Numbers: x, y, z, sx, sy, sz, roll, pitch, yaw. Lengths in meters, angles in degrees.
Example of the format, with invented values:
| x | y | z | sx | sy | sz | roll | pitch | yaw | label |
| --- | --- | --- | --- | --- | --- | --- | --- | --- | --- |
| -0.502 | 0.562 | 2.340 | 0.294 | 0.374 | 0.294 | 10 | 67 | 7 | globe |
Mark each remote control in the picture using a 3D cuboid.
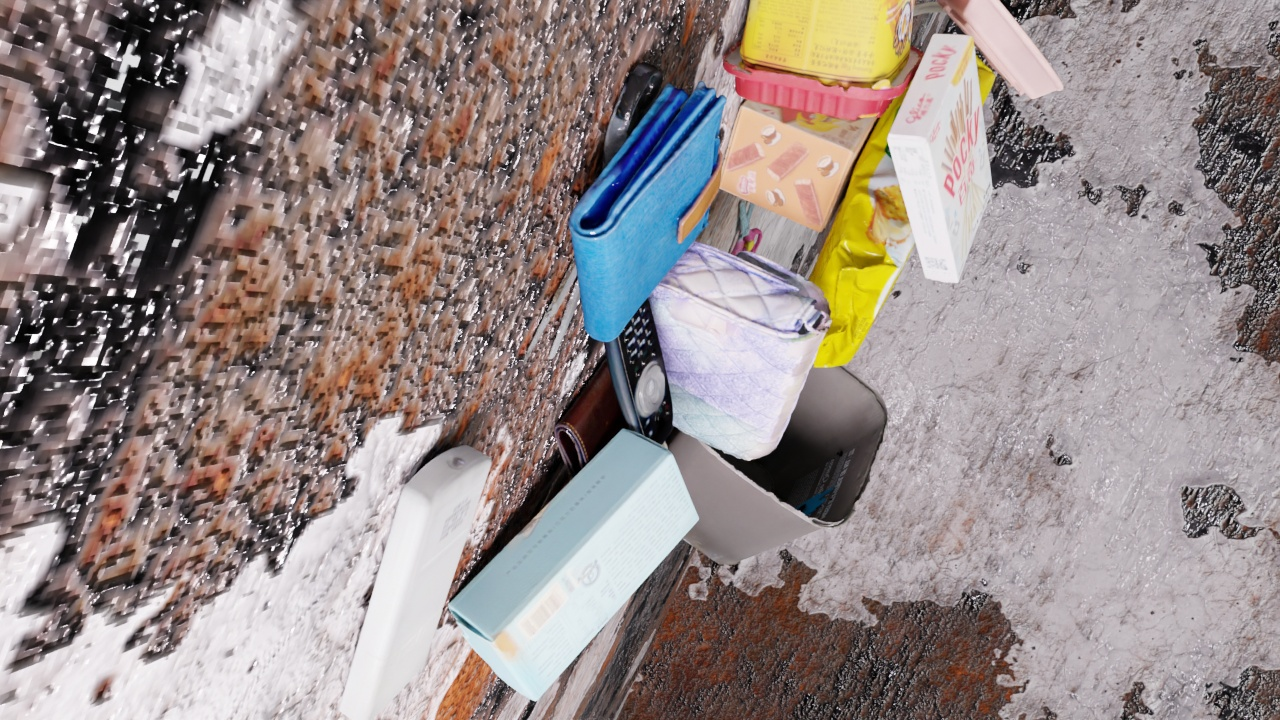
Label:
| x | y | z | sx | sy | sz | roll | pitch | yaw | label |
| --- | --- | --- | --- | --- | --- | --- | --- | --- | --- |
| -0.004 | 0.004 | 0.639 | 0.053 | 0.024 | 0.136 | -53 | 140 | -43 | remote control |
| -0.113 | 0.111 | 0.456 | 0.058 | 0.021 | 0.150 | -39 | 153 | -64 | remote control |

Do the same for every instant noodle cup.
| x | y | z | sx | sy | sz | roll | pitch | yaw | label |
| --- | --- | --- | --- | --- | --- | --- | --- | --- | --- |
| 0.121 | -0.230 | 0.571 | 0.115 | 0.116 | 0.124 | -50 | 150 | -49 | instant noodle cup |

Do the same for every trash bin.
| x | y | z | sx | sy | sz | roll | pitch | yaw | label |
| --- | --- | --- | --- | --- | --- | --- | --- | --- | --- |
| 0.122 | 0.106 | 1.020 | 0.198 | 0.198 | 0.220 | -56 | -179 | -37 | trash bin |

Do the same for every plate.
| x | y | z | sx | sy | sz | roll | pitch | yaw | label |
| --- | --- | --- | --- | --- | --- | --- | --- | --- | --- |
| 0.226 | -0.278 | 0.676 | 0.028 | 0.229 | 0.228 | -41 | 180 | 26 | plate |

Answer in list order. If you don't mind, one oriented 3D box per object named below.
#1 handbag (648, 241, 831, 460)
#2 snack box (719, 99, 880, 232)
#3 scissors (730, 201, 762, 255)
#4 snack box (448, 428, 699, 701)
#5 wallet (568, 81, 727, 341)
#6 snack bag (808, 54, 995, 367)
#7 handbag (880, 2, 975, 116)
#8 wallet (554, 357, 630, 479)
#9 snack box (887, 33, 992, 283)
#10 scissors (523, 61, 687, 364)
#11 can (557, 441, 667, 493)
| x | y | z | sx | sy | sz | roll | pitch | yaw | label |
| --- | --- | --- | --- | --- | --- | --- | --- | --- | --- |
| 0.068 | -0.006 | 0.730 | 0.075 | 0.134 | 0.194 | -56 | 167 | -28 | handbag |
| 0.129 | -0.173 | 0.737 | 0.092 | 0.094 | 0.077 | -53 | 164 | -42 | snack box |
| 0.100 | -0.123 | 0.928 | 0.105 | 0.017 | 0.136 | -56 | 163 | -9 | scissors |
| -0.039 | 0.132 | 0.611 | 0.174 | 0.052 | 0.074 | -44 | 135 | -24 | snack box |
| 0.004 | -0.074 | 0.490 | 0.106 | 0.040 | 0.133 | -52 | 168 | -16 | wallet |
| 0.197 | -0.119 | 0.739 | 0.245 | 0.068 | 0.158 | -58 | 167 | -25 | snack bag |
| 0.241 | -0.259 | 0.883 | 0.063 | 0.163 | 0.179 | -44 | 155 | -57 | handbag |
| -0.016 | 0.040 | 0.674 | 0.122 | 0.020 | 0.096 | -54 | 144 | -38 | wallet |
| 0.203 | -0.128 | 0.611 | 0.084 | 0.027 | 0.157 | -64 | 147 | -18 | snack box |
| -0.019 | -0.081 | 0.496 | 0.159 | 0.014 | 0.174 | -53 | 166 | -35 | scissors |
| -0.034 | 0.110 | 0.713 | 0.145 | 0.058 | 0.058 | -55 | 166 | -37 | can |
